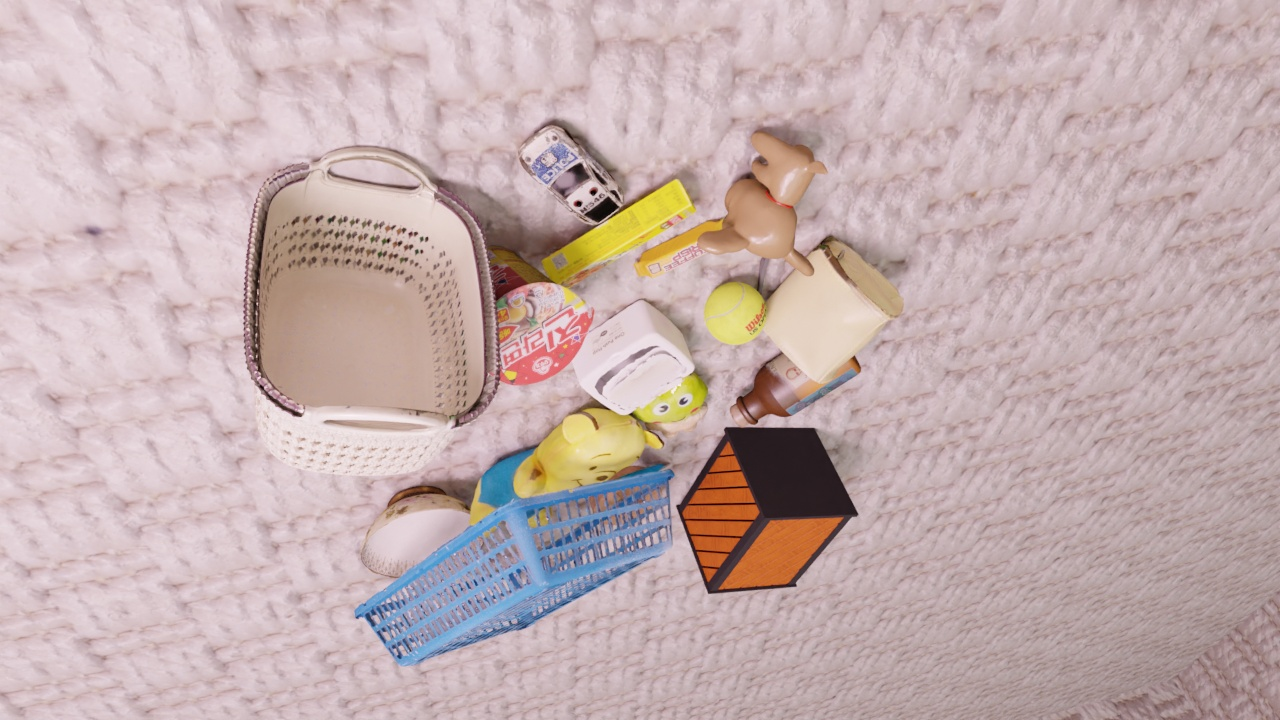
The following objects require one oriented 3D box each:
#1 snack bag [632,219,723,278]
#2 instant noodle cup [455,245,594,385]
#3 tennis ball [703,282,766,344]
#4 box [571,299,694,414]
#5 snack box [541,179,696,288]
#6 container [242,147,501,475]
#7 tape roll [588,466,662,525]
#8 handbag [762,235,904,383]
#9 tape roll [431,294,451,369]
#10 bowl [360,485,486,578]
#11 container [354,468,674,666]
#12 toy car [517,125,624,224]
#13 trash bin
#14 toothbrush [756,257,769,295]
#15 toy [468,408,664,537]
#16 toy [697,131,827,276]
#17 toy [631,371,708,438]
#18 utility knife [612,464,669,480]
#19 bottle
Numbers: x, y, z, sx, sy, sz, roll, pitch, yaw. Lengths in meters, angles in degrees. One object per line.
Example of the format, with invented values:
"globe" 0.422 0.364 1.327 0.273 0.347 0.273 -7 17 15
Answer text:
"snack bag" 0.040 -0.108 0.902 0.099 0.020 0.026 -25 142 5
"instant noodle cup" -0.117 -0.048 0.818 0.100 0.112 0.100 -18 129 -23
"tennis ball" 0.099 -0.049 0.959 0.065 0.065 0.065 -12 140 -11
"box" -0.003 0.014 0.968 0.107 0.095 0.102 -32 139 17
"snack box" -0.019 -0.115 0.848 0.148 0.029 0.040 -30 175 11
"container" -0.215 -0.028 0.720 0.184 0.251 0.144 5 144 -25
"tape roll" -0.020 0.178 1.200 0.094 0.027 0.094 -12 140 -10
"handbag" 0.200 -0.055 0.968 0.120 0.111 0.081 -50 170 35
"tape roll" -0.182 -0.028 0.899 0.093 0.018 0.094 -12 140 -11
"bowl" -0.259 0.194 1.086 0.145 0.063 0.145 -12 140 -10
"container" -0.139 0.252 1.075 0.256 0.089 0.363 -4 155 -46
"toy car" -0.057 -0.155 0.789 0.048 0.040 0.112 -36 138 16
"trash bin" 0.161 0.197 1.212 0.139 0.139 0.172 2 136 -26
"toothbrush" 0.131 -0.107 0.949 0.013 0.012 0.168 0 137 -12
"toy" -0.091 0.121 1.058 0.214 0.084 0.148 -36 161 19
"toy" 0.120 -0.145 0.837 0.134 0.105 0.108 9 116 -31
"toy" 0.037 0.055 1.071 0.092 0.043 0.118 -21 143 -2
"utility knife" -0.001 0.141 1.122 0.031 0.015 0.174 -32 170 22
"bottle" 0.176 0.027 1.079 0.157 0.067 0.068 -34 139 16
